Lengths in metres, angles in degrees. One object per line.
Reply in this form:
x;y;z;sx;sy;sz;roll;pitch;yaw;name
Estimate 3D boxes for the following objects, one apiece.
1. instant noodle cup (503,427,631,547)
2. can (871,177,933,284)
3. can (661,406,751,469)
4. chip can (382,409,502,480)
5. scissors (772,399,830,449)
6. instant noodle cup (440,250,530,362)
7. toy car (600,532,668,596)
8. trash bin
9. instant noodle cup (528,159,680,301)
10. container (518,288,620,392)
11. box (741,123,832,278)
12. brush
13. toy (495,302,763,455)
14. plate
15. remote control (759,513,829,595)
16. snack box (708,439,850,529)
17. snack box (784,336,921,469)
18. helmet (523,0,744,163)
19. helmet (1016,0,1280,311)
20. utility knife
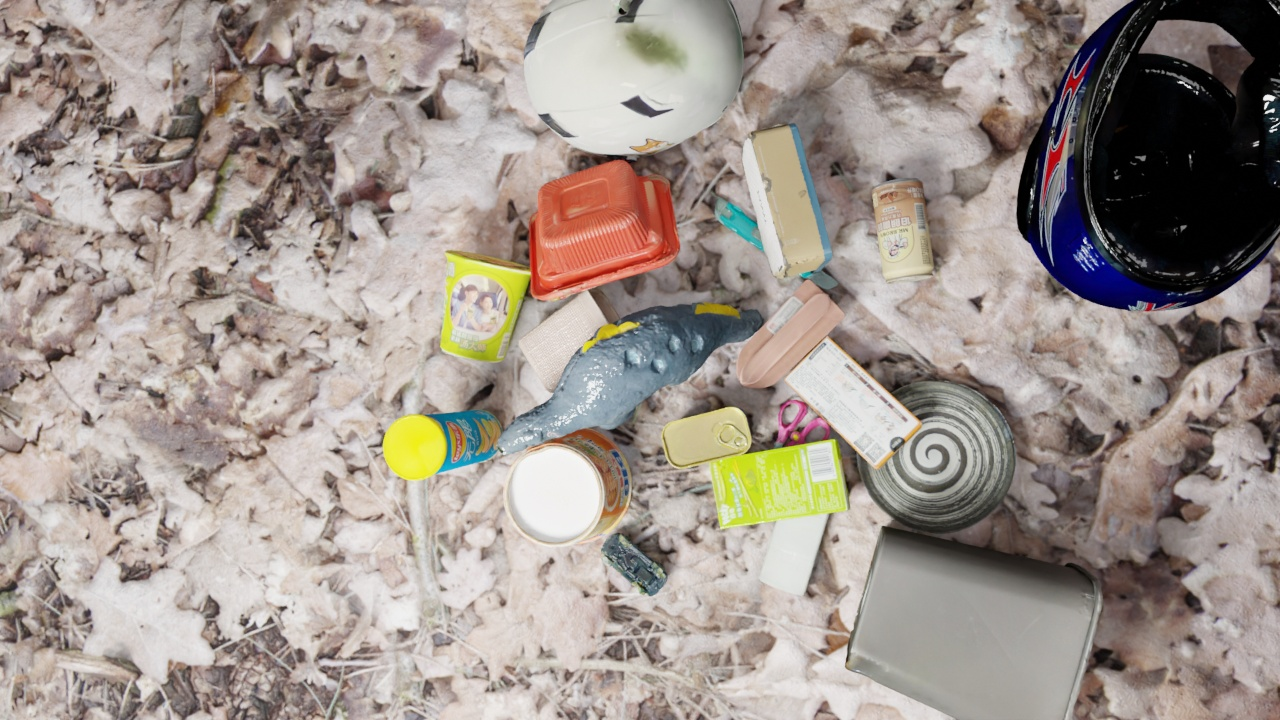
-0.093;0.157;1.108;0.151;0.111;0.151;0;89;9;instant noodle cup
0.308;-0.151;1.076;0.058;0.058;0.116;-7;88;8;can
0.081;0.090;1.096;0.102;0.083;0.057;-15;87;8;can
-0.225;0.094;1.079;0.071;0.210;0.071;0;89;9;chip can
0.162;0.105;1.119;0.137;0.017;0.073;-41;84;10;scissors
-0.198;-0.065;1.135;0.112;0.111;0.123;15;99;9;instant noodle cup
-0.007;0.251;1.133;0.090;0.034;0.043;38;97;10;toy car
0.353;0.291;1.007;0.220;0.198;0.199;15;90;16;trash bin
-0.052;-0.164;1.088;0.189;0.079;0.164;-16;48;7;instant noodle cup
-0.077;-0.021;1.122;0.111;0.089;0.090;-33;85;10;container
0.170;-0.178;1.075;0.061;0.090;0.184;-16;85;-3;box
0.170;-0.024;1.090;0.063;0.073;0.146;45;97;6;brush
-0.006;0.006;1.039;0.356;0.138;0.091;-28;66;-12;toy
0.347;0.112;1.080;0.179;0.024;0.179;-1;84;12;plate
0.191;0.204;1.107;0.058;0.021;0.150;18;91;18;remote control
0.164;0.148;1.094;0.157;0.026;0.085;-13;80;19;snack box
0.249;0.049;1.084;0.075;0.026;0.153;-46;72;4;snack box
-0.023;-0.342;1.055;0.274;0.156;0.230;-7;105;17;helmet
0.524;-0.210;0.947;0.247;0.240;0.315;3;100;8;helmet
0.163;-0.141;1.121;0.182;0.013;0.029;35;94;7;utility knife
